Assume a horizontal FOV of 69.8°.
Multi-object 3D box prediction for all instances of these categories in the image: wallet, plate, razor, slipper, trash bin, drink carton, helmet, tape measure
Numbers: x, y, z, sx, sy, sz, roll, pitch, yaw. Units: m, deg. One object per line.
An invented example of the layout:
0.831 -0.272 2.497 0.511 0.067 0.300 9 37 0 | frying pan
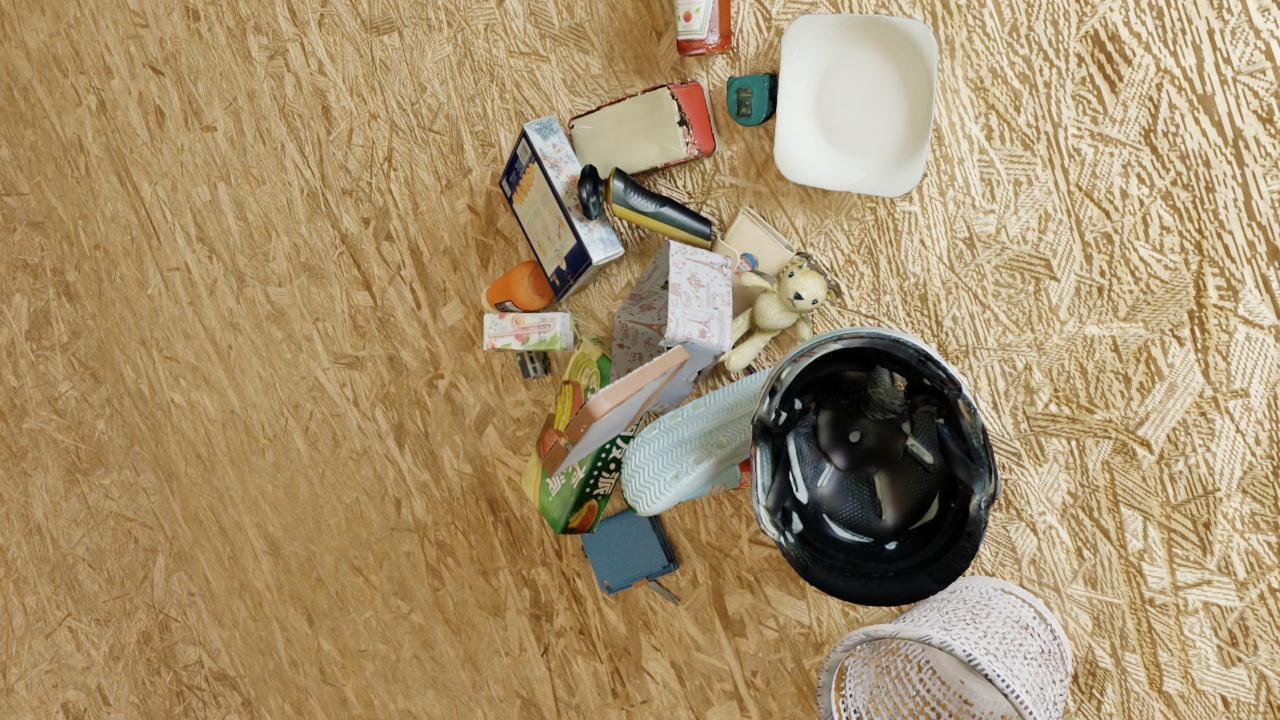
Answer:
0.113 -0.106 1.024 0.087 0.024 0.115 48 134 19 | wallet
-0.017 0.262 1.273 0.133 0.040 0.106 -31 80 37 | wallet
0.206 -0.244 0.876 0.164 0.034 0.164 19 118 35 | plate
0.006 -0.166 1.025 0.167 0.062 0.068 21 124 -12 | razor
0.087 0.091 1.009 0.104 0.245 0.074 53 170 47 | slipper
0.317 0.319 0.898 0.228 0.191 0.228 17 118 36 | trash bin
-0.153 -0.038 1.243 0.123 0.045 0.053 0 89 25 | drink carton
0.222 0.086 0.907 0.230 0.156 0.274 -13 108 16 | helmet
0.115 -0.271 0.952 0.058 0.025 0.054 8 111 40 | tape measure

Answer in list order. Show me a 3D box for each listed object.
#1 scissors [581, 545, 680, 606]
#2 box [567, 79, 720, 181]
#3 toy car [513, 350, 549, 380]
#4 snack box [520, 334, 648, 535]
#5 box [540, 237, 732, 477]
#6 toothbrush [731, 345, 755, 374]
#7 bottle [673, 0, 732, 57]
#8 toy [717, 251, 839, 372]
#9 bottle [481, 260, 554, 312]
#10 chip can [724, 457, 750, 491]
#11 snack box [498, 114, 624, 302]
-0.015 0.289 1.306 0.175 0.014 0.136 -6 104 42 | scissors
-0.004 -0.249 1.028 0.169 0.079 0.091 -5 103 43 | box
-0.159 -0.017 1.294 0.042 0.035 0.090 -8 99 41 | toy car
-0.068 0.096 1.180 0.114 0.063 0.240 44 117 44 | snack box
0.005 0.009 0.993 0.126 0.272 0.179 33 143 -3 | box
0.158 0.056 1.056 0.189 0.016 0.014 52 138 11 | toothbrush
0.060 -0.413 0.918 0.060 0.059 0.206 12 115 38 | bottle
0.137 -0.047 0.987 0.105 0.066 0.158 46 119 -2 | toy
-0.175 -0.094 1.261 0.150 0.066 0.067 -11 99 51 | bottle
0.079 0.128 1.118 0.217 0.073 0.073 -13 98 42 | chip can
-0.103 -0.179 1.124 0.182 0.045 0.178 63 159 1 | snack box
